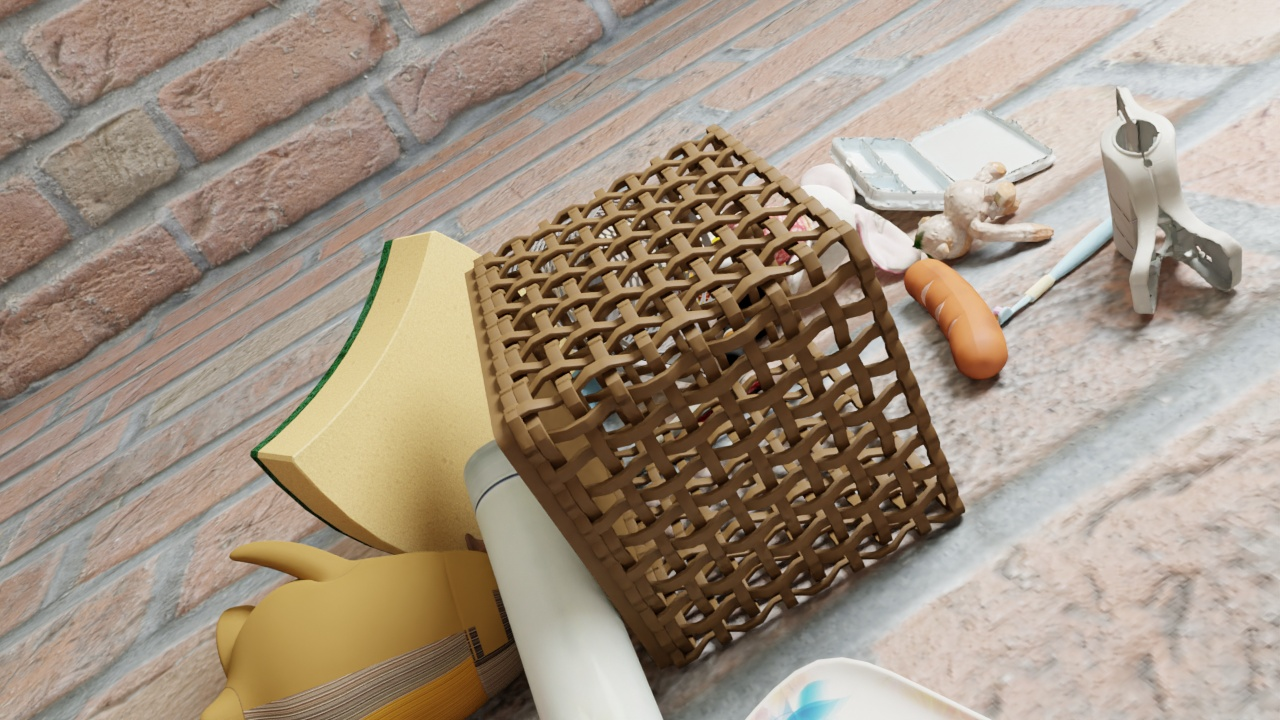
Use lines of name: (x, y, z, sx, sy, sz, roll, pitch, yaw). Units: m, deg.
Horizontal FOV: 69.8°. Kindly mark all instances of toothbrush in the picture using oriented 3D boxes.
toothbrush: (0.335, -0.076, 0.726, 0.154, 0.016, 0.022, -37, -11, -12)

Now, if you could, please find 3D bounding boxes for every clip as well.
clip: (0.362, -0.107, 0.651, 0.074, 0.124, 0.143, -18, 55, 25)

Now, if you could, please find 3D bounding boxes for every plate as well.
plate: (0.096, 0.233, 0.423, 0.186, 0.016, 0.187, -42, 29, -23)

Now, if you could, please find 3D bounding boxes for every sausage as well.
sausage: (0.248, -0.037, 0.719, 0.044, 0.039, 0.164, -27, 26, 13)

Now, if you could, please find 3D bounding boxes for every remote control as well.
remote control: (-0.005, 0.005, 0.860, 0.147, 0.045, 0.008, 9, 79, 28)

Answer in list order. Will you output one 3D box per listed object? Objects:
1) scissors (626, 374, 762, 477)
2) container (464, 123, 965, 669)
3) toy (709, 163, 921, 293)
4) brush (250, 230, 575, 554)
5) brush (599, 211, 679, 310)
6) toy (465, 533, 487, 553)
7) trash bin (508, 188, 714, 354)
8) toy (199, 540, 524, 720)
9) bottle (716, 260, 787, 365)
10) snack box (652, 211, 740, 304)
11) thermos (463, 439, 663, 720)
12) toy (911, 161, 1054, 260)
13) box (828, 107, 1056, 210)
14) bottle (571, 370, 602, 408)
scissors: (0.027, 0.072, 0.783, 0.147, 0.015, 0.187, -7, 36, 37)
container: (0.035, 0.013, 0.626, 0.214, 0.220, 0.251, -29, 30, 1)
toy: (0.148, -0.116, 0.844, 0.193, 0.084, 0.159, -24, 56, -23)
brush: (-0.180, 0.037, 0.787, 0.075, 0.195, 0.249, -1, 55, 45)
brush: (-0.051, -0.093, 1.073, 0.270, 0.083, 0.057, -43, 29, -24)
toy: (-0.090, 0.147, 0.740, 0.102, 0.041, 0.054, -23, 18, 4)
trash bin: (-0.038, -0.074, 0.928, 0.156, 0.156, 0.184, -47, 20, -30)
toy: (-0.170, 0.197, 0.628, 0.203, 0.198, 0.163, -18, -3, -8)
bottle: (0.102, -0.051, 0.870, 0.059, 0.059, 0.181, -16, 30, 27)
snack box: (0.066, -0.111, 1.010, 0.105, 0.061, 0.084, -42, 29, -23)
thermos: (-0.052, 0.148, 0.574, 0.068, 0.068, 0.230, -29, 49, 2)
toy: (0.291, -0.118, 0.804, 0.106, 0.074, 0.085, -29, 39, 12)
box: (0.308, -0.212, 0.968, 0.192, 0.061, 0.209, -9, 29, 0)
bottle: (-0.063, 0.056, 0.871, 0.040, 0.040, 0.129, -18, 29, 23)
